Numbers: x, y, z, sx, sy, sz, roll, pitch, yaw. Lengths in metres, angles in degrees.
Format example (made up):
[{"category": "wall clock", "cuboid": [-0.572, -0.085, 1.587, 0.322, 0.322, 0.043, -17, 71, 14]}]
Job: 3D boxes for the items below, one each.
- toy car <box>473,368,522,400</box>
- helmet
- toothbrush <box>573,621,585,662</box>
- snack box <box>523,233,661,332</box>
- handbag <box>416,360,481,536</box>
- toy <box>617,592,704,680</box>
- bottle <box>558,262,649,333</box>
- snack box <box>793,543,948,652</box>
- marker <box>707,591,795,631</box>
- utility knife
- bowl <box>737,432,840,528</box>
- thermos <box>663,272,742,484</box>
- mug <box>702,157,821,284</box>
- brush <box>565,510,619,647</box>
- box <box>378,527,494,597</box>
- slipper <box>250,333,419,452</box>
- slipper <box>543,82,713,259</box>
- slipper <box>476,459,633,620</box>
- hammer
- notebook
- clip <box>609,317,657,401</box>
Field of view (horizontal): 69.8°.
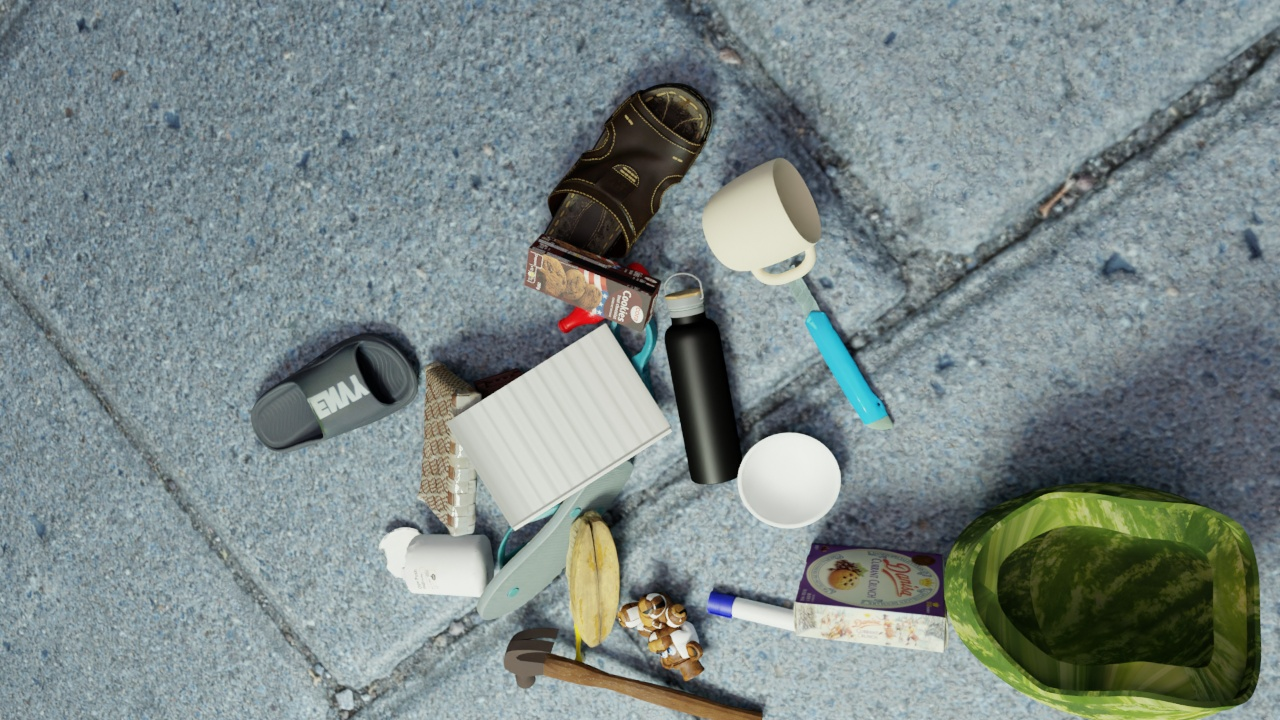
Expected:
[{"category": "toy car", "cuboid": [-0.143, 0.099, 1.082, 0.070, 0.062, 0.170, -18, 100, -17]}, {"category": "helmet", "cuboid": [0.422, 0.222, 0.855, 0.248, 0.243, 0.213, -7, 72, 45]}, {"category": "toothbrush", "cuboid": [-0.078, 0.329, 1.157, 0.021, 0.016, 0.135, 3, 102, 19]}, {"category": "snack box", "cuboid": [-0.052, -0.083, 0.984, 0.141, 0.031, 0.051, 22, 132, 9]}, {"category": "handbag", "cuboid": [-0.227, 0.104, 1.104, 0.124, 0.047, 0.186, 30, 119, 54]}, {"category": "toy", "cuboid": [0.033, 0.328, 1.096, 0.087, 0.067, 0.112, -39, 77, 46]}, {"category": "bottle", "cuboid": [-0.043, -0.066, 1.034, 0.119, 0.036, 0.036, -31, 93, 22]}, {"category": "snack box", "cuboid": [0.244, 0.246, 0.965, 0.148, 0.143, 0.040, 1, 104, 17]}, {"category": "marker", "cuboid": [0.145, 0.298, 1.074, 0.133, 0.023, 0.027, 9, 127, 15]}, {"category": "utility knife", "cuboid": [0.209, -0.011, 0.980, 0.031, 0.015, 0.205, -29, 98, 20]}, {"category": "bowl", "cuboid": [0.162, 0.126, 1.012, 0.110, 0.040, 0.110, 1, 104, 5]}, {"category": "thermos", "cuboid": [0.065, 0.017, 1.008, 0.061, 0.061, 0.231, -8, 101, 19]}, {"category": "mug", "cuboid": [0.122, -0.131, 0.935, 0.100, 0.096, 0.120, -23, 101, 32]}, {"category": "brush", "cuboid": [-0.058, 0.263, 1.098, 0.059, 0.043, 0.196, -12, 122, -22]}, {"category": "box", "cuboid": [-0.266, 0.258, 1.166, 0.166, 0.092, 0.083, -1, 107, 9]}, {"category": "slipper", "cuboid": [-0.405, 0.049, 1.154, 0.269, 0.083, 0.110, -23, 94, 23]}, {"category": "slipper", "cuboid": [-0.028, -0.182, 0.979, 0.113, 0.075, 0.268, 42, 112, 3]}, {"category": "slipper", "cuboid": [-0.107, 0.204, 1.106, 0.269, 0.098, 0.054, -49, 55, 13]}, {"category": "hammer", "cuboid": [-0.011, 0.400, 1.125, 0.323, 0.033, 0.115, 13, 133, 6]}, {"category": "notebook", "cuboid": [-0.090, 0.074, 1.027, 0.209, 0.009, 0.142, -32, 90, -2]}, {"category": "clip", "cuboid": [-0.025, 0.002, 1.053, 0.114, 0.028, 0.127, 16, 109, 11]}]
